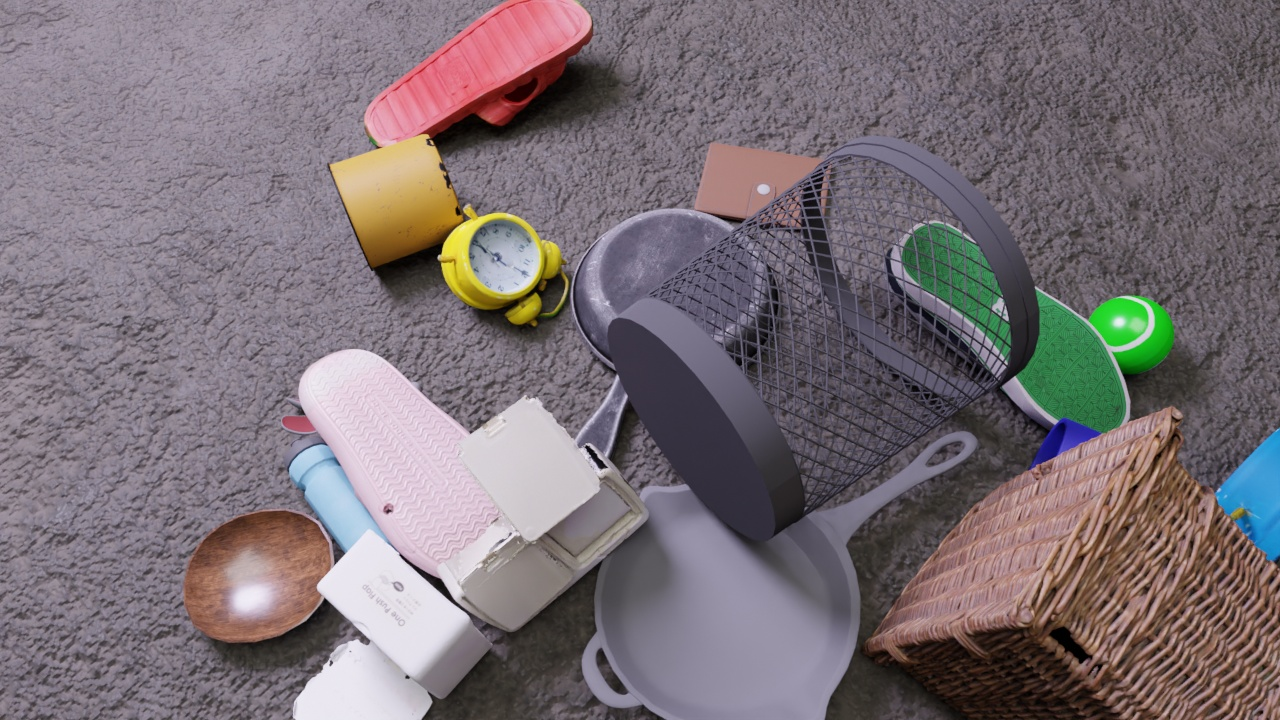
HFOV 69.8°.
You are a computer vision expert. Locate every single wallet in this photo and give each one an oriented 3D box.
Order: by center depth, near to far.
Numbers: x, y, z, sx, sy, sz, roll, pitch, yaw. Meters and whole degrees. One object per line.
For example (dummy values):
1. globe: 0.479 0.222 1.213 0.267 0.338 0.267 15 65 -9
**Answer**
1. wallet: 0.118 -0.166 0.874 0.121 0.013 0.087 10 63 7

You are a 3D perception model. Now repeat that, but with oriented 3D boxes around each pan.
1. pan: 0.116 0.149 0.695 0.354 0.024 0.216 -30 57 -14
2. pan: -0.005 0.005 0.776 0.187 0.055 0.355 23 61 12

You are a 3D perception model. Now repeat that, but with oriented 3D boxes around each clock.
1. clock: 0.476 0.094 0.675 0.161 0.117 0.060 -37 55 -17
2. clock: -0.117 -0.081 0.805 0.118 0.057 0.083 31 73 -23

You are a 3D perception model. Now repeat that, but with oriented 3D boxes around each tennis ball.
1. tennis ball: 0.405 -0.021 0.761 0.065 0.065 0.065 -1 63 1

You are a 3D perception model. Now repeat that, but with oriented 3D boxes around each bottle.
1. bottle: -0.240 0.109 0.728 0.040 0.040 0.130 -38 68 -17

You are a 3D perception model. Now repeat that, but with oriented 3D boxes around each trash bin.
1. trash bin: 0.122 -0.012 0.672 0.227 0.218 0.217 -34 67 -16

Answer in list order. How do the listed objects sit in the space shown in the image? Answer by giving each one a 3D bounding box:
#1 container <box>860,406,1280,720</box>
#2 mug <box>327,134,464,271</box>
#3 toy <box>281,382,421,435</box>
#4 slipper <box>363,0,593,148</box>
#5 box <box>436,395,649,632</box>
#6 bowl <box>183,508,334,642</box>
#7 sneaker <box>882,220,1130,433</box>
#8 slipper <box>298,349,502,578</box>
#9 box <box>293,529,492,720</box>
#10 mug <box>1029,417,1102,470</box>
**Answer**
1. container: 0.286 0.177 0.573 0.183 0.250 0.162 42 71 10
2. mug: -0.220 -0.147 0.835 0.094 0.100 0.124 -22 23 -12
3. toy: -0.240 0.039 0.770 0.111 0.030 0.049 -9 34 -6
4. slipper: -0.157 -0.278 0.917 0.249 0.059 0.103 -29 63 5
5. box: -0.072 0.121 0.619 0.143 0.186 0.070 -41 53 -3
6. bowl: -0.289 0.167 0.707 0.114 0.026 0.101 -8 62 -2
7. sneaker: 0.301 -0.021 0.767 0.235 0.079 0.084 43 83 3
8. slipper: -0.182 0.082 0.715 0.221 0.056 0.106 47 49 7
9. box: -0.191 0.214 0.646 0.109 0.121 0.136 37 68 19
10. mug: 0.340 0.098 0.679 0.083 0.111 0.079 25 104 14
